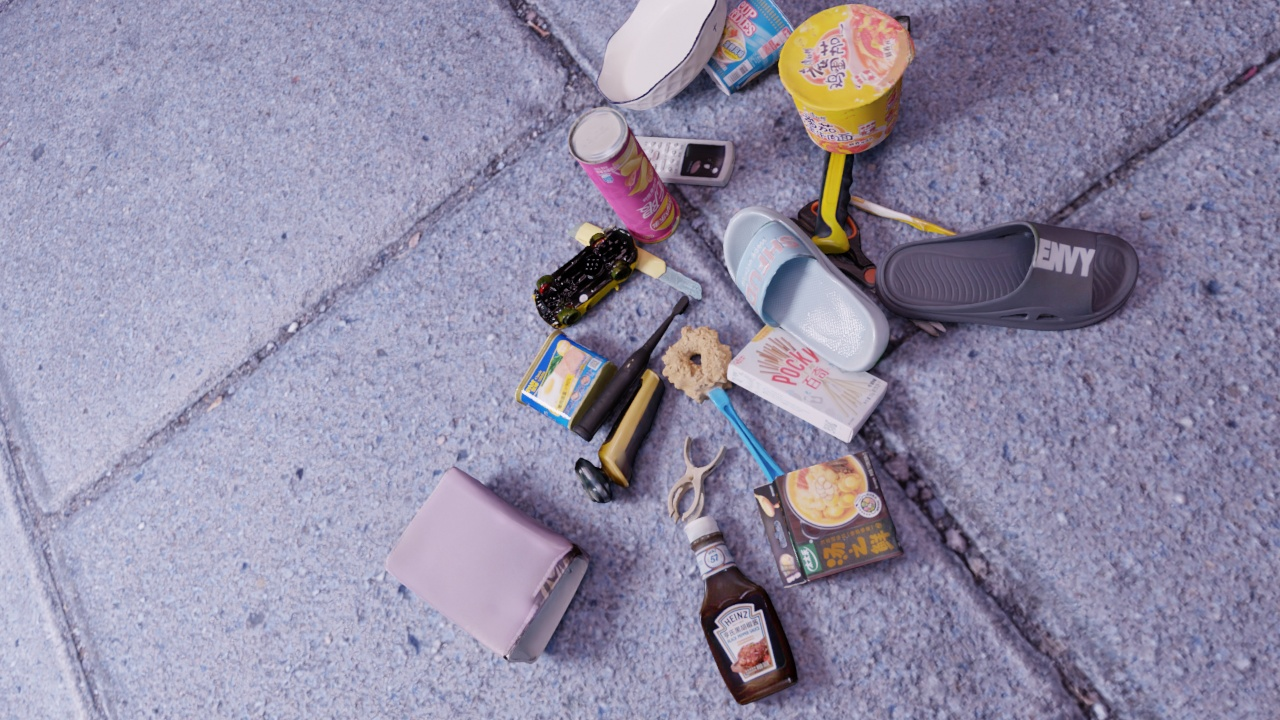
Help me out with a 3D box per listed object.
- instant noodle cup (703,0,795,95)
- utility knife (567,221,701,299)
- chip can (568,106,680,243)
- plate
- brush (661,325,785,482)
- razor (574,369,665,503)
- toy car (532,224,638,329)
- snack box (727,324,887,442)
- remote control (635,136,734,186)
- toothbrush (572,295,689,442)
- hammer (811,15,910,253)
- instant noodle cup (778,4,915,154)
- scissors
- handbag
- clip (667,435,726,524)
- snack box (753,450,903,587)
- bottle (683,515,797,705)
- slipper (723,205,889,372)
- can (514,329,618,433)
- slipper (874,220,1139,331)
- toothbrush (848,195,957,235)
[{"bbox_3d":[0.131,-0.395,1.152,0.110,0.099,0.099,-41,66,11],"label":"instant noodle cup"},{"bbox_3d":[-0.007,-0.128,1.151,0.211,0.022,0.031,30,88,30],"label":"utility knife"},{"bbox_3d":[-0.015,-0.211,1.074,0.071,0.210,0.071,-5,72,17],"label":"chip can"},{"bbox_3d":[0.029,-0.404,1.167,0.205,0.045,0.204,-29,47,35],"label":"plate"},{"bbox_3d":[0.110,0.067,1.046,0.083,0.046,0.254,-34,70,1],"label":"brush"},{"bbox_3d":[-0.021,0.086,1.071,0.067,0.062,0.167,30,77,-11],"label":"razor"},{"bbox_3d":[-0.066,-0.102,1.149,0.156,0.041,0.071,-40,66,8],"label":"toy car"},{"bbox_3d":[0.184,0.022,1.018,0.157,0.027,0.084,30,54,23],"label":"snack box"},{"bbox_3d":[0.045,-0.256,1.172,0.150,0.021,0.058,8,76,21],"label":"remote control"},{"bbox_3d":[-0.006,0.006,1.093,0.026,0.027,0.212,33,78,23],"label":"toothbrush"},{"bbox_3d":[0.241,-0.276,1.096,0.126,0.032,0.322,5,71,21],"label":"hammer"},{"bbox_3d":[0.232,-0.307,1.031,0.138,0.110,0.137,-7,66,16],"label":"instant noodle cup"},{"bbox_3d":[0.245,-0.091,1.051,0.142,0.022,0.234,-23,65,3],"label":"scissors"},{"bbox_3d":[-0.172,0.232,1.051,0.197,0.098,0.145,28,85,25],"label":"handbag"},{"bbox_3d":[0.059,0.137,1.041,0.072,0.034,0.100,15,74,23],"label":"clip"},{"bbox_3d":[0.195,0.168,0.967,0.125,0.053,0.113,-17,75,1],"label":"snack box"},{"bbox_3d":[0.099,0.262,0.983,0.080,0.044,0.194,-26,67,8],"label":"bottle"},{"bbox_3d":[0.170,-0.076,1.021,0.245,0.074,0.104,47,126,31],"label":"slipper"},{"bbox_3d":[-0.088,0.027,1.110,0.083,0.057,0.102,29,85,21],"label":"can"},{"bbox_3d":[0.387,-0.091,0.965,0.268,0.083,0.110,-1,79,11],"label":"slipper"},{"bbox_3d":[0.318,-0.153,1.054,0.191,0.016,0.018,25,91,23],"label":"toothbrush"}]
